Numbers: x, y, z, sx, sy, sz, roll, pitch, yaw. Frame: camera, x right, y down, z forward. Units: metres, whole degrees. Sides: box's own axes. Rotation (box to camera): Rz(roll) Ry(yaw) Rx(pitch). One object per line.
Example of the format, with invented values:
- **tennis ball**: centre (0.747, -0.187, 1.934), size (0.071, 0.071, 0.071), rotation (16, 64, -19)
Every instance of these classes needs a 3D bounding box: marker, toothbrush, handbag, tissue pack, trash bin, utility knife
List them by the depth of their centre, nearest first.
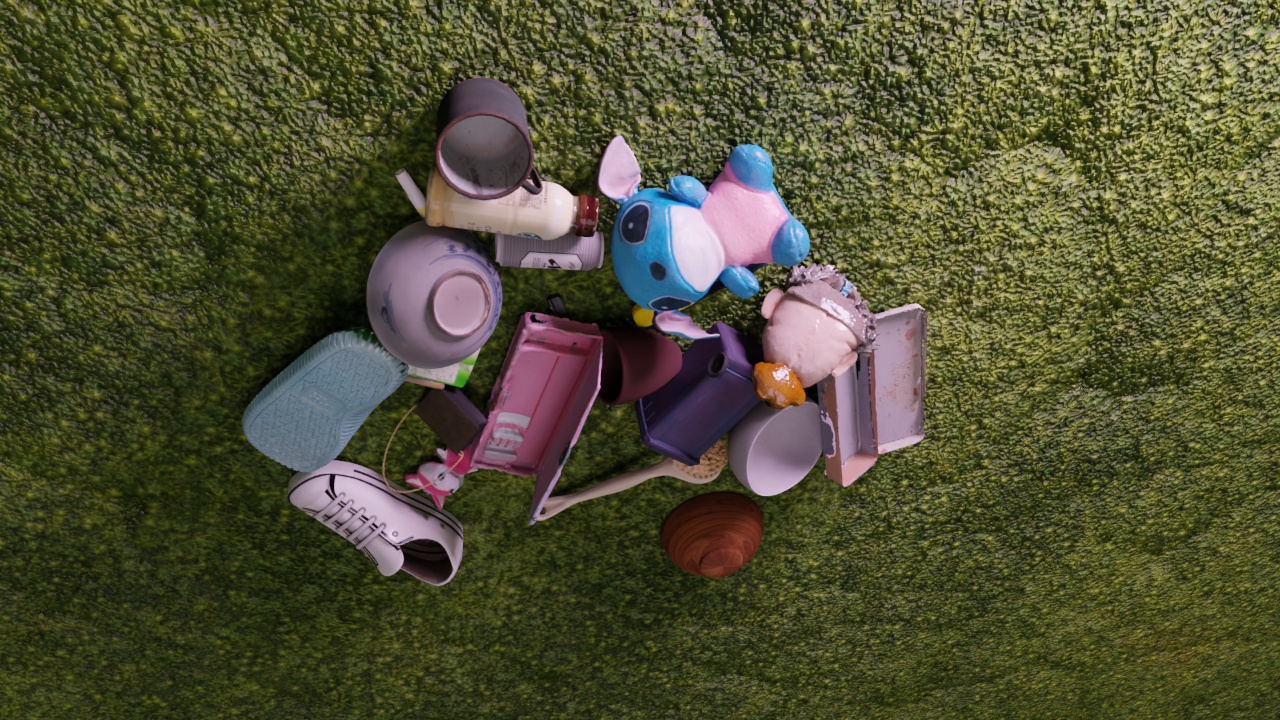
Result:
- **marker**: centre (-0.204, -0.134, 0.912), size (0.014, 0.014, 0.132), rotation (-22, 131, 7)
- **tissue pack**: centre (-0.229, -0.020, 0.991), size (0.114, 0.034, 0.100), rotation (15, 126, -21)
- **utility knife**: centre (0.081, -0.088, 1.006), size (0.198, 0.020, 0.029), rotation (-24, 132, 11)
- **toothbrush**: centre (-0.065, -0.005, 1.051), size (0.017, 0.014, 0.188), rotation (-26, 131, 0)
- **trash bin**: centre (0.073, 0.044, 1.069), size (0.093, 0.092, 0.161), rotation (26, 121, -29)
- **handbag**: centre (-0.252, 0.100, 1.078), size (0.084, 0.027, 0.178), rotation (46, 122, 2)

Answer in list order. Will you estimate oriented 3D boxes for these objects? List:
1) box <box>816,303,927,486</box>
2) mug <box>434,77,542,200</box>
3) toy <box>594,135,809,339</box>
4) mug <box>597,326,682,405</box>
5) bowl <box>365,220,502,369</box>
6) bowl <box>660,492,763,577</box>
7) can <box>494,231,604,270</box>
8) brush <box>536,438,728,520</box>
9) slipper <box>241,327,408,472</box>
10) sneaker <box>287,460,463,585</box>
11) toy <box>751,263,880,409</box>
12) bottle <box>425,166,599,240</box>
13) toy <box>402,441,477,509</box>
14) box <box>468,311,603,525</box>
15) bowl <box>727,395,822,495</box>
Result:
- **box**: centre (0.286, 0.043, 1.127), size (0.157, 0.063, 0.217), rotation (-20, 126, -9)
- **mug**: centre (-0.132, -0.194, 0.831), size (0.085, 0.081, 0.111), rotation (-40, 126, 21)
- **toy**: centre (0.055, -0.135, 0.915), size (0.191, 0.098, 0.224), rotation (-25, 103, 7)
- **mug**: centre (-0.006, 0.006, 1.041), size (0.088, 0.087, 0.114), rotation (-8, 165, -28)
- **bowl**: centre (-0.188, -0.060, 0.899), size (0.150, 0.057, 0.151), rotation (-13, 109, -39)
- **bowl**: centre (0.105, 0.258, 1.272), size (0.147, 0.068, 0.147), rotation (-6, 131, -7)
- **can**: centre (-0.093, -0.115, 0.931), size (0.106, 0.044, 0.044), rotation (2, 129, -13)
- **brush**: centre (-0.017, 0.154, 1.173), size (0.272, 0.062, 0.077), rotation (-19, 147, 10)
- **slipper**: centre (-0.339, 0.034, 0.992), size (0.116, 0.069, 0.277), rotation (32, 131, -28)
- **sneaker**: centre (-0.322, 0.214, 1.130), size (0.091, 0.097, 0.245), rotation (-37, 128, 19)
- **toy**: centre (0.183, -0.021, 1.009), size (0.175, 0.133, 0.076), rotation (-51, 172, -12)
- **bottle**: centre (-0.122, -0.148, 0.882), size (0.162, 0.056, 0.057), rotation (6, 128, -11)
- **toy**: centre (-0.238, 0.139, 1.119), size (0.065, 0.050, 0.102), rotation (36, 110, -29)
- **box**: centre (-0.116, 0.071, 1.021), size (0.099, 0.115, 0.233), rotation (12, 128, -22)
- **bowl**: centre (0.161, 0.095, 1.136), size (0.131, 0.064, 0.132), rotation (-18, 125, -29)
